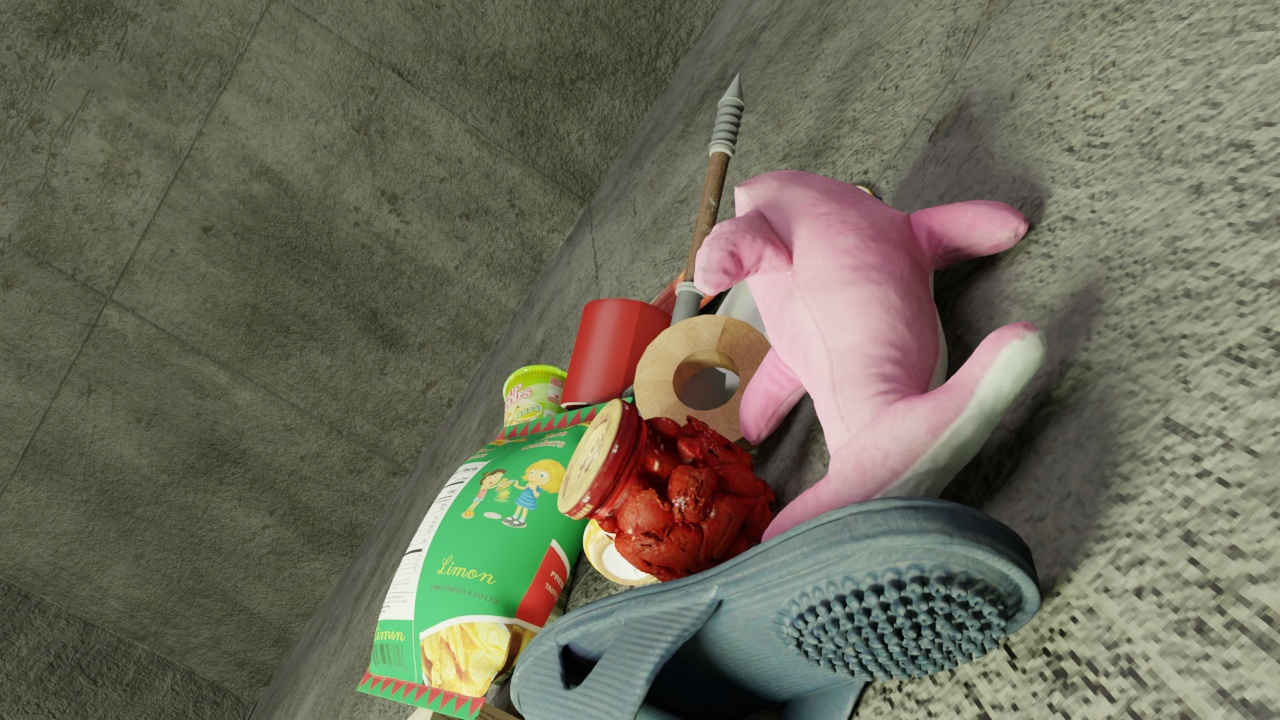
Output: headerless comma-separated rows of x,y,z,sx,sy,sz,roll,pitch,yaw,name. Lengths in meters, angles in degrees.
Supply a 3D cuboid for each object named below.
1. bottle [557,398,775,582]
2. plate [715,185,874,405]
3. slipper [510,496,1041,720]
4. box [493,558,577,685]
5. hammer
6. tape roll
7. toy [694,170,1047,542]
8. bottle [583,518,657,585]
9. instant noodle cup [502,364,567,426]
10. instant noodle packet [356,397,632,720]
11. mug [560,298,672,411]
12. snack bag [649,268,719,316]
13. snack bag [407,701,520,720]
0.015,0.078,0.516,0.099,0.111,0.098,-57,13,21,bottle
0.094,-0.040,0.698,0.230,0.021,0.229,-53,13,18,plate
0.035,0.136,0.354,0.264,0.101,0.082,-38,30,41,slipper
-0.100,0.181,0.837,0.118,0.050,0.205,-50,16,33,box
0.048,-0.089,0.724,0.156,0.043,0.321,140,145,-69,hammer
0.044,0.018,0.589,0.093,0.094,0.027,-61,-25,-17,tape roll
0.089,-0.029,0.459,0.187,0.128,0.265,-47,22,27,toy
0.000,0.100,0.629,0.063,0.063,0.108,-49,14,33,bottle
-0.121,0.076,1.082,0.099,0.099,0.107,-49,23,33,instant noodle cup
-0.114,0.144,0.708,0.196,0.090,0.252,-16,40,50,instant noodle packet
-0.005,0.005,0.805,0.117,0.080,0.096,0,69,39,mug
0.042,-0.061,0.874,0.077,0.041,0.226,-46,4,-37,snack bag
-0.152,0.336,0.611,0.095,0.070,0.205,-50,15,30,snack bag
